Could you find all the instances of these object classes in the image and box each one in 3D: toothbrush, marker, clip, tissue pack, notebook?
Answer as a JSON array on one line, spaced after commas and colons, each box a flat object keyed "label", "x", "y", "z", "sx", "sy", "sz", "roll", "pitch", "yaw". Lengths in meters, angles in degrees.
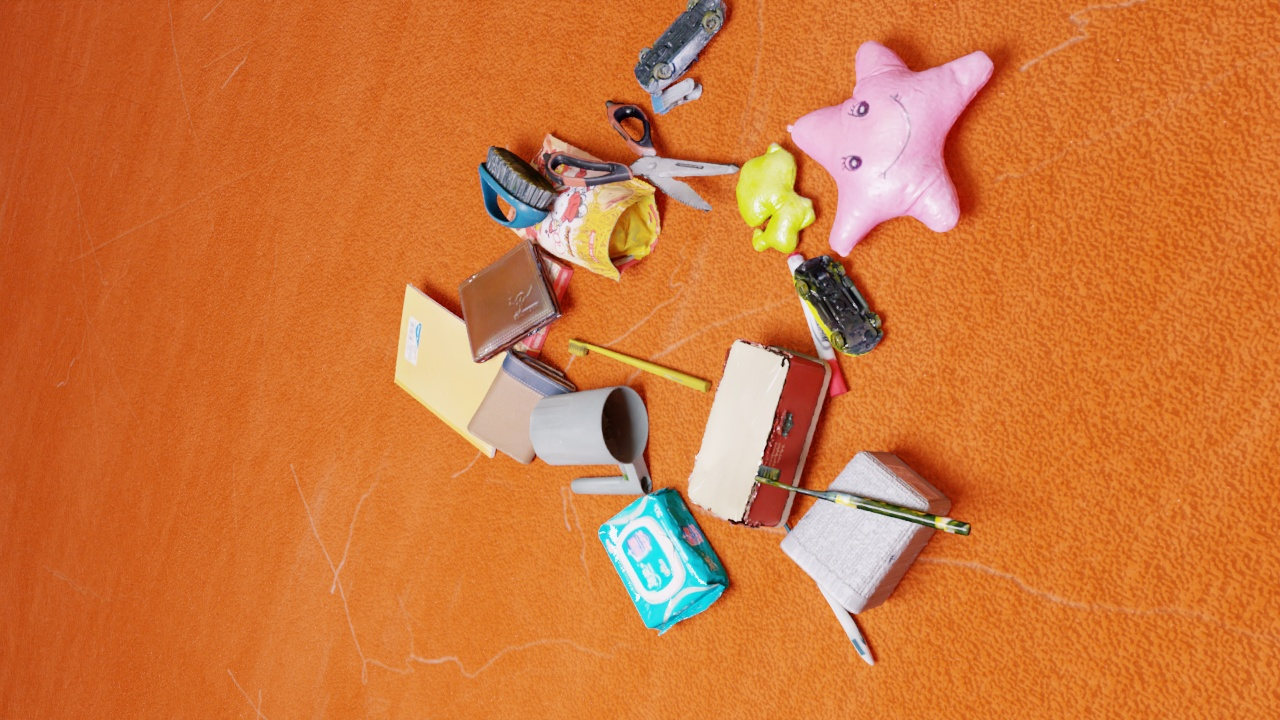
[{"label": "toothbrush", "x": -0.006, "y": 0.006, "z": 0.998, "sx": 0.190, "sy": 0.015, "sz": 0.016, "roll": 18, "pitch": 102, "yaw": 34}, {"label": "toothbrush", "x": 0.168, "y": 0.198, "z": 0.866, "sx": 0.018, "sy": 0.016, "sz": 0.191, "roll": -37, "pitch": 67, "yaw": 16}, {"label": "marker", "x": 0.168, "y": -0.036, "z": 0.877, "sx": 0.017, "sy": 0.017, "sz": 0.145, "roll": -24, "pitch": 74, "yaw": 32}, {"label": "toothbrush", "x": 0.180, "y": 0.114, "z": 0.762, "sx": 0.186, "sy": 0.012, "sz": 0.017, "roll": 11, "pitch": 77, "yaw": 32}, {"label": "clip", "x": 0.039, "y": -0.284, "z": 0.982, "sx": 0.058, "sy": 0.036, "sz": 0.025, "roll": -16, "pitch": 76, "yaw": 37}, {"label": "tissue pack", "x": 0.023, "y": 0.206, "z": 0.945, "sx": 0.093, "sy": 0.050, "sz": 0.133, "roll": -43, "pitch": 65, "yaw": 24}, {"label": "notebook", "x": -0.238, "y": 0.011, "z": 1.141, "sx": 0.206, "sy": 0.010, "sz": 0.146, "roll": 31, "pitch": 120, "yaw": 33}]

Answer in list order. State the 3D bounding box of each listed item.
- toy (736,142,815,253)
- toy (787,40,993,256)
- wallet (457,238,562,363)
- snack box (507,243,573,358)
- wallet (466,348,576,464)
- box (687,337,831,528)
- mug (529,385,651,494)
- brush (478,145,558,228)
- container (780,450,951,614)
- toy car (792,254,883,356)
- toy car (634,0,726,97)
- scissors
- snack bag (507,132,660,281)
[{"label": "toy", "x": 0.129, "y": -0.158, "z": 0.903, "sx": 0.100, "sy": 0.031, "sz": 0.097, "roll": 43, "pitch": 113, "yaw": 28}, {"label": "toy", "x": 0.210, "y": -0.188, "z": 0.821, "sx": 0.179, "sy": 0.074, "sz": 0.194, "roll": 17, "pitch": 98, "yaw": 35}, {"label": "wallet", "x": -0.154, "y": -0.066, "z": 1.054, "sx": 0.125, "sy": 0.032, "sz": 0.101, "roll": -29, "pitch": 67, "yaw": 22}, {"label": "snack box", "x": -0.140, "y": -0.055, "z": 1.088, "sx": 0.075, "sy": 0.025, "sz": 0.153, "roll": 32, "pitch": 105, "yaw": 32}, {"label": "wallet", "x": -0.138, "y": 0.054, "z": 1.060, "sx": 0.090, "sy": 0.033, "sz": 0.115, "roll": 30, "pitch": 108, "yaw": -5}, {"label": "box", "x": 0.104, "y": 0.067, "z": 0.867, "sx": 0.091, "sy": 0.078, "sz": 0.168, "roll": 22, "pitch": 98, "yaw": 50}, {"label": "mug", "x": -0.050, "y": 0.091, "z": 0.994, "sx": 0.104, "sy": 0.083, "sz": 0.124, "roll": -6, "pitch": 109, "yaw": 35}, {"label": "brush", "x": -0.146, "y": -0.190, "z": 1.038, "sx": 0.074, "sy": 0.055, "sz": 0.144, "roll": -61, "pitch": 40, "yaw": 17}, {"label": "container", "x": 0.201, "y": 0.145, "z": 0.803, "sx": 0.090, "sy": 0.090, "sz": 0.114, "roll": 42, "pitch": 107, "yaw": 29}, {"label": "toy car", "x": 0.182, "y": -0.049, "z": 0.854, "sx": 0.048, "sy": 0.032, "sz": 0.105, "roll": -28, "pitch": 72, "yaw": -13}, {"label": "toy car", "x": 0.043, "y": -0.332, "z": 0.965, "sx": 0.121, "sy": 0.036, "sz": 0.054, "roll": -46, "pitch": 41, "yaw": 15}, {"label": "scissors", "x": -0.005, "y": -0.212, "z": 0.971, "sx": 0.189, "sy": 0.015, "sz": 0.226, "roll": -21, "pitch": 53, "yaw": 2}, {"label": "snack bag", "x": -0.070, "y": -0.172, "z": 1.032, "sx": 0.208, "sy": 0.073, "sz": 0.129, "roll": 32, "pitch": 106, "yaw": 39}]
